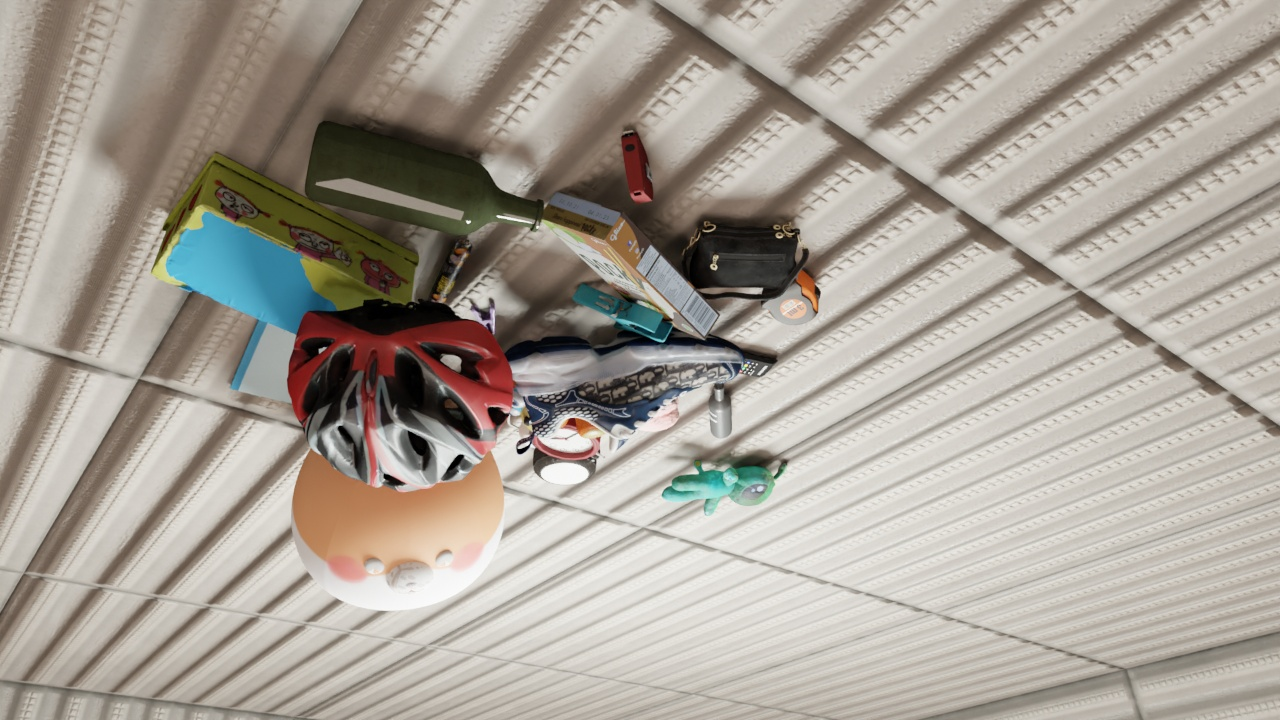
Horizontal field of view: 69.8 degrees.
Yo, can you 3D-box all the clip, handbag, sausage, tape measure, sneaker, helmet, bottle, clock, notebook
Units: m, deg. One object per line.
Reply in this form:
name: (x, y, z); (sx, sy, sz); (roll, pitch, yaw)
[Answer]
clip: (-0.006, -0.043, 0.990); (0.103, 0.027, 0.120); (29, 175, -38)
handbag: (0.107, -0.106, 0.934); (0.128, 0.054, 0.079); (1, 142, 1)
sausage: (-0.209, -0.084, 0.982); (0.020, 0.020, 0.156); (14, 143, -22)
tape measure: (0.168, -0.071, 1.005); (0.058, 0.038, 0.058); (33, 134, -22)
sneaker: (-0.015, 0.037, 1.029); (0.269, 0.132, 0.103); (-5, -169, -9)
helmet: (-0.239, 0.044, 0.925); (0.217, 0.166, 0.272); (3, 157, 0)
tape measure: (-0.001, -0.174, 0.834); (0.019, 0.059, 0.051); (-10, 175, 11)
bottle: (-0.191, -0.155, 0.830); (0.206, 0.071, 0.072); (12, 144, -19)
clip: (-0.171, -0.050, 1.042); (0.045, 0.014, 0.051); (-24, 137, 26)
clock: (-0.106, 0.143, 1.303); (0.091, 0.043, 0.123); (11, 144, -18)
notebook: (-0.376, -0.003, 1.104); (0.181, 0.009, 0.254); (18, 142, -26)
clock: (-0.107, 0.088, 1.208); (0.137, 0.048, 0.096); (11, 145, -4)
bottle: (0.104, 0.063, 1.204); (0.030, 0.030, 0.113); (-4, 146, 4)

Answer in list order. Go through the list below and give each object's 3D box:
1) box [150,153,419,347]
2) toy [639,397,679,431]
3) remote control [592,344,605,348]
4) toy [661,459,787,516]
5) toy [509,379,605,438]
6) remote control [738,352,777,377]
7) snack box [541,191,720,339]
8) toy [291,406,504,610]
box: (-0.346, -0.095, 0.906); (0.221, 0.079, 0.125); (28, 132, -32)
toy: (0.003, 0.057, 1.159); (0.108, 0.053, 0.105); (13, 161, -15)
remote control: (-0.007, 0.006, 1.105); (0.114, 0.028, 0.060); (12, 164, -9)
toy: (0.128, 0.180, 1.354); (0.193, 0.072, 0.131); (1, 149, -20)
toy: (-0.112, 0.039, 1.107); (0.176, 0.096, 0.112); (29, 153, -4)
remote control: (0.098, -0.004, 1.117); (0.146, 0.015, 0.033); (11, 144, -19)
snack box: (-0.008, -0.092, 0.915); (0.101, 0.031, 0.186); (25, 169, 44)
toy: (-0.300, 0.175, 1.151); (0.262, 0.265, 0.281); (-2, 135, -19)
